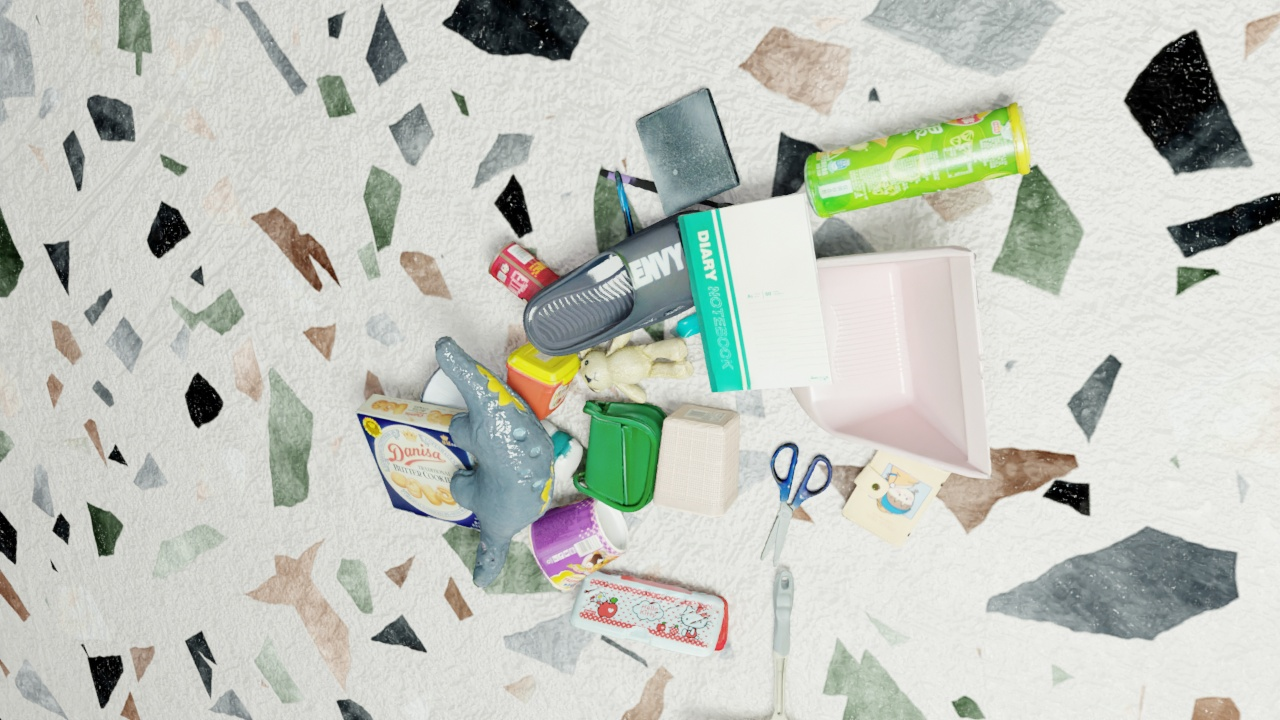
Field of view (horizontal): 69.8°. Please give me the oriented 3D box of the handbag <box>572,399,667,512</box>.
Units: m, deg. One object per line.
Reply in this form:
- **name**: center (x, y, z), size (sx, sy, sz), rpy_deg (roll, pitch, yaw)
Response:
- **handbag**: center (-0.024, 0.117, 1.163), size (0.120, 0.067, 0.131), rpy_deg (15, 110, 19)

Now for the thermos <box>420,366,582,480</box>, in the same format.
- **thermos**: center (-0.182, 0.086, 1.221), size (0.224, 0.073, 0.073), rpy_deg (28, 113, 12)

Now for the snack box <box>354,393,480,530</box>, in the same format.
- **snack box**: center (-0.283, 0.140, 1.248), size (0.178, 0.045, 0.183), rpy_deg (8, 127, 27)

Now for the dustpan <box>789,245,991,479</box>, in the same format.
- **dustpan**: center (0.237, -0.001, 0.951), size (0.139, 0.273, 0.222), rpy_deg (-9, 99, -2)

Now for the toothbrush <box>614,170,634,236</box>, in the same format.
- **toothbrush**: center (-0.010, -0.136, 1.113), size (0.016, 0.014, 0.189), rpy_deg (-3, 107, 40)

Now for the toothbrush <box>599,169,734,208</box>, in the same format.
- **toothbrush**: center (0.034, -0.198, 1.080), size (0.189, 0.016, 0.014), rpy_deg (20, 105, 18)

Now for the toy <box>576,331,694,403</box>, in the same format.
- **toy**: center (-0.007, 0.007, 1.125), size (0.158, 0.066, 0.105), rpy_deg (-7, 108, 32)

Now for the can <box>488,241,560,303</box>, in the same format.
- **can**: center (-0.125, -0.090, 1.153), size (0.133, 0.053, 0.053), rpy_deg (38, 115, 8)

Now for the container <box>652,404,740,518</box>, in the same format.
- **container**: center (0.072, 0.119, 1.114), size (0.090, 0.090, 0.111), rpy_deg (9, 105, 20)

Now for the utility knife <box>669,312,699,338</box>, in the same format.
- **utility knife**: center (0.101, -0.062, 1.093), size (0.162, 0.013, 0.029), rpy_deg (-25, 92, 29)

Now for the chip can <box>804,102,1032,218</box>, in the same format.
- **chip can**: center (0.281, -0.203, 0.947), size (0.222, 0.072, 0.072), rpy_deg (-10, 101, 24)

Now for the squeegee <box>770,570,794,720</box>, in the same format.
- **squeegee**: center (0.179, 0.379, 1.171), size (0.246, 0.039, 0.247), rpy_deg (1, 100, 4)

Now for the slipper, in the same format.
- **slipper**: center (-0.019, -0.081, 1.070), size (0.268, 0.083, 0.110), rpy_deg (-26, 95, 9)

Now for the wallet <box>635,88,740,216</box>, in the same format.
- **wallet**: center (0.053, -0.239, 1.053), size (0.097, 0.019, 0.121), rpy_deg (-19, 87, 25)

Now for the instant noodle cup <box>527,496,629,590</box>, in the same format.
- **instant noodle cup**: center (-0.076, 0.230, 1.201), size (0.099, 0.111, 0.111), rpy_deg (-28, 93, 17)

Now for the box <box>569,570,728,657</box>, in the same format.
- **box**: center (0.009, 0.335, 1.198), size (0.202, 0.091, 0.094), rpy_deg (6, 106, 21)

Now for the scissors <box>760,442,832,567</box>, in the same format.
- **scissors**: center (0.172, 0.177, 1.131), size (0.128, 0.012, 0.174), rpy_deg (47, 117, 2)

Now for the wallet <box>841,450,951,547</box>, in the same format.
- **wallet**: center (0.294, 0.153, 1.070), size (0.087, 0.024, 0.115), rpy_deg (28, 115, 7)

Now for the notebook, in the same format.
- **notebook**: center (0.127, -0.069, 1.015), size (0.151, 0.012, 0.209), rpy_deg (-6, 101, 30)

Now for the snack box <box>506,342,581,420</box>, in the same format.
- **snack box**: center (-0.129, 0.024, 1.170), size (0.082, 0.091, 0.080), rpy_deg (27, 120, 13)

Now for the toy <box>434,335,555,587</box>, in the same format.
- **toy**: center (-0.174, 0.134, 1.134), size (0.138, 0.091, 0.357), rpy_deg (-1, 115, 0)
